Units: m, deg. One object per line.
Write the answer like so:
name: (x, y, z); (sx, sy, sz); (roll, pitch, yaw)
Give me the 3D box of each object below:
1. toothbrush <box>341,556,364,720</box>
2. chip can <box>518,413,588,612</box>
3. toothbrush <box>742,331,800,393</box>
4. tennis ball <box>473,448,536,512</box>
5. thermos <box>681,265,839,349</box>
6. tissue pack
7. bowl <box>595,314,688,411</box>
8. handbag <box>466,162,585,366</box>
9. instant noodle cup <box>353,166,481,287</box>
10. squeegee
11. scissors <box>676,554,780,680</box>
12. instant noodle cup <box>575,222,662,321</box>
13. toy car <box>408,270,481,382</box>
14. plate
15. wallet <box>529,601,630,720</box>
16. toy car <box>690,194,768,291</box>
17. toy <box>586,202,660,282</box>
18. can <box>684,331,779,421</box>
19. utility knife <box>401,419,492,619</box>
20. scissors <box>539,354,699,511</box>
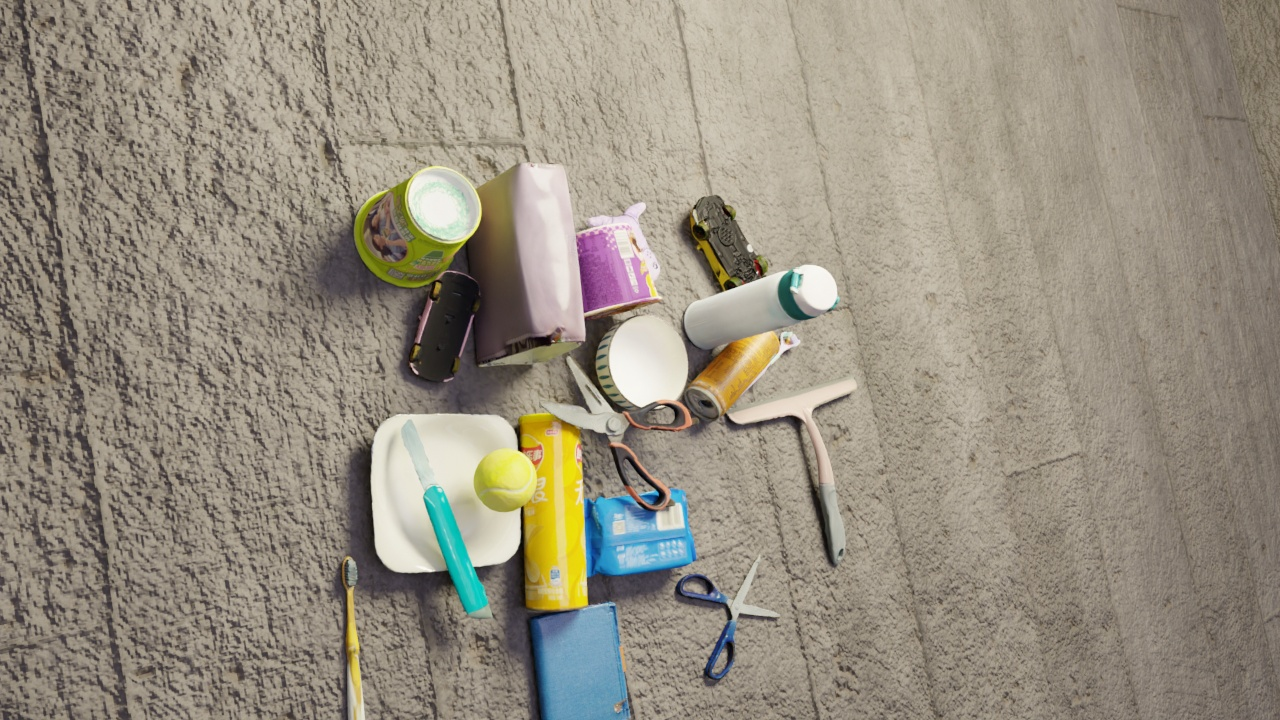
toothbrush: (-0.281, 0.290, 0.901); (0.016, 0.018, 0.191); (-1, 81, -32)
chip can: (-0.097, 0.166, 1.015); (0.072, 0.072, 0.213); (3, 80, -33)
toothbrush: (0.153, 0.021, 1.238); (0.029, 0.021, 0.188); (33, 56, 24)
tennis ball: (-0.141, 0.125, 0.955); (0.065, 0.066, 0.065); (7, 77, -32)
thermos: (0.145, -0.063, 1.125); (0.073, 0.225, 0.073); (7, 77, -33)
tissue pack: (-0.005, 0.203, 1.079); (0.157, 0.052, 0.095); (0, 79, -33)
bowl: (-0.007, 0.006, 1.108); (0.116, 0.066, 0.116); (6, 79, -33)
handbag: (-0.123, -0.101, 1.006); (0.098, 0.145, 0.197); (-4, 84, -31)
instant noodle cup: (-0.226, -0.144, 0.959); (0.111, 0.124, 0.111); (7, 77, -32)
squeegee: (0.249, 0.160, 1.263); (0.247, 0.040, 0.249); (-13, 89, -35)
scissors: (0.110, 0.313, 1.157); (0.162, 0.012, 0.172); (41, 61, -20)
instant noodle cup: (-0.040, -0.104, 1.081); (0.111, 0.112, 0.099); (-14, 88, -34)
toy car: (-0.213, -0.037, 0.995); (0.056, 0.037, 0.122); (19, 89, -21)
plate: (-0.207, 0.138, 0.969); (0.164, 0.034, 0.163); (3, 79, -33)
wallet: (-0.066, 0.342, 1.020); (0.106, 0.040, 0.133); (-5, 84, -25)
toy car: (0.116, -0.150, 1.234); (0.071, 0.041, 0.156); (-39, 104, -32)
toy: (-0.013, -0.139, 1.148); (0.083, 0.039, 0.108); (-25, 94, -23)
can: (0.121, 0.013, 1.195); (0.145, 0.058, 0.058); (-45, 105, -31)
utility knife: (-0.200, 0.165, 0.939); (0.029, 0.013, 0.223); (-22, 95, -33)
scissors: (-0.017, 0.082, 1.038); (0.226, 0.015, 0.189); (-5, 91, -35)
